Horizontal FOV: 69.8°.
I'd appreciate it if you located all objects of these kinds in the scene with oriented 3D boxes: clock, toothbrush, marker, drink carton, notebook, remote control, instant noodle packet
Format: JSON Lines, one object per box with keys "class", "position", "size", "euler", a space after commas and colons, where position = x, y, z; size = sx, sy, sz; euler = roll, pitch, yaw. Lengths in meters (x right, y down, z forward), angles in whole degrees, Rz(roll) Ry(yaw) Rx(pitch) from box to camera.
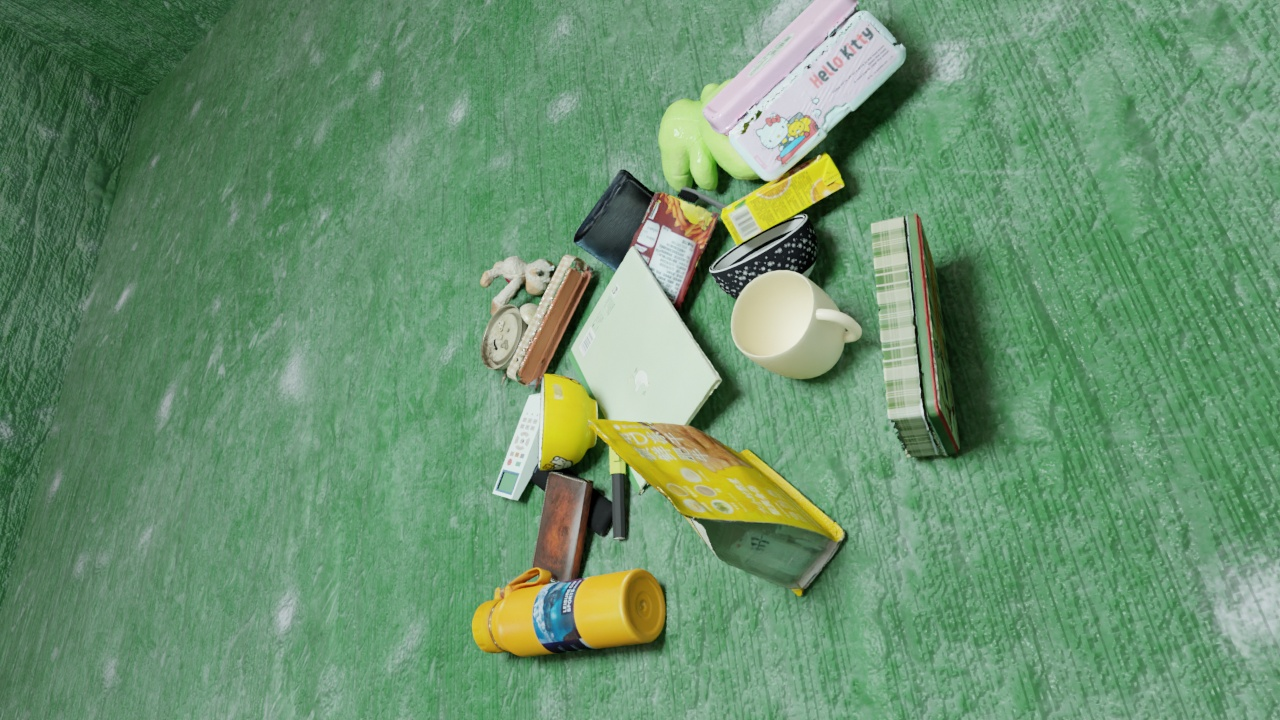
{"class": "clock", "position": [-0.162, -0.037, 1.263], "size": [0.141, 0.054, 0.092], "euler": [-43, 46, 27]}
{"class": "toothbrush", "position": [0.110, -0.181, 1.104], "size": [0.167, 0.013, 0.013], "euler": [27, 71, 36]}
{"class": "marker", "position": [-0.026, 0.143, 1.059], "size": [0.017, 0.021, 0.123], "euler": [-5, 72, 8]}
{"class": "drink carton", "position": [0.158, -0.183, 1.028], "size": [0.135, 0.043, 0.058], "euler": [-28, 12, 16]}
{"class": "notebook", "position": [-0.007, 0.006, 1.097], "size": [0.182, 0.010, 0.252], "euler": [-57, 42, 27]}
{"class": "remote control", "position": [-0.145, 0.111, 1.189], "size": [0.050, 0.024, 0.143], "euler": [4, 70, 52]}
{"class": "instant noodle packet", "position": [0.062, 0.126, 0.858], "size": [0.084, 0.221, 0.163], "euler": [-56, 43, 8]}
{"class": "remote control", "position": [-0.083, 0.162, 1.114], "size": [0.152, 0.020, 0.041], "euler": [28, 89, 44]}

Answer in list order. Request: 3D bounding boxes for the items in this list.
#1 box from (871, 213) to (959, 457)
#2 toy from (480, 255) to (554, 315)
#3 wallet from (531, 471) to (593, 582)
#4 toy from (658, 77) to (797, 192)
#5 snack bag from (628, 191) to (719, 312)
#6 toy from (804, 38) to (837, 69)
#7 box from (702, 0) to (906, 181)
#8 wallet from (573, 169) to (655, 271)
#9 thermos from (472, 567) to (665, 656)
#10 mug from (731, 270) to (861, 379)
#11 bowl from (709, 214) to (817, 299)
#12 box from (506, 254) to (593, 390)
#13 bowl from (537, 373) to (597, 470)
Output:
{"class": "box", "position": [0.250, -0.022, 0.839], "size": [0.051, 0.117, 0.205], "euler": [-9, 60, 20]}
{"class": "toy", "position": [-0.168, -0.115, 1.311], "size": [0.106, 0.074, 0.085], "euler": [-16, 13, 13]}
{"class": "wallet", "position": [-0.092, 0.198, 1.084], "size": [0.072, 0.019, 0.123], "euler": [7, 86, 44]}
{"class": "toy", "position": [0.102, -0.282, 1.124], "size": [0.197, 0.107, 0.150], "euler": [-11, 59, 47]}
{"class": "snack bag", "position": [0.013, -0.102, 1.136], "size": [0.139, 0.066, 0.208], "euler": [29, 95, 46]}
{"class": "toy", "position": [0.225, -0.346, 1.069], "size": [0.095, 0.065, 0.127], "euler": [-25, 51, 10]}
{"class": "box", "position": [0.167, -0.309, 0.998], "size": [0.202, 0.077, 0.146], "euler": [-43, 54, 11]}
{"class": "wallet", "position": [-0.022, -0.176, 1.185], "size": [0.115, 0.089, 0.026], "euler": [-54, 39, 8]}
{"class": "thermos", "position": [-0.084, 0.278, 1.018], "size": [0.233, 0.076, 0.091], "euler": [-19, 30, 35]}
{"class": "mug", "position": [0.167, -0.030, 0.931], "size": [0.120, 0.099, 0.096], "euler": [-1, 70, 39]}
{"class": "bowl", "position": [0.143, -0.100, 1.001], "size": [0.120, 0.066, 0.120], "euler": [-30, 12, 7]}
{"class": "box", "position": [-0.114, -0.049, 1.216], "size": [0.042, 0.082, 0.187], "euler": [23, 83, 35]}
{"class": "bowl", "position": [-0.088, 0.076, 1.115], "size": [0.117, 0.067, 0.117], "euler": [-179, 91, -81]}
